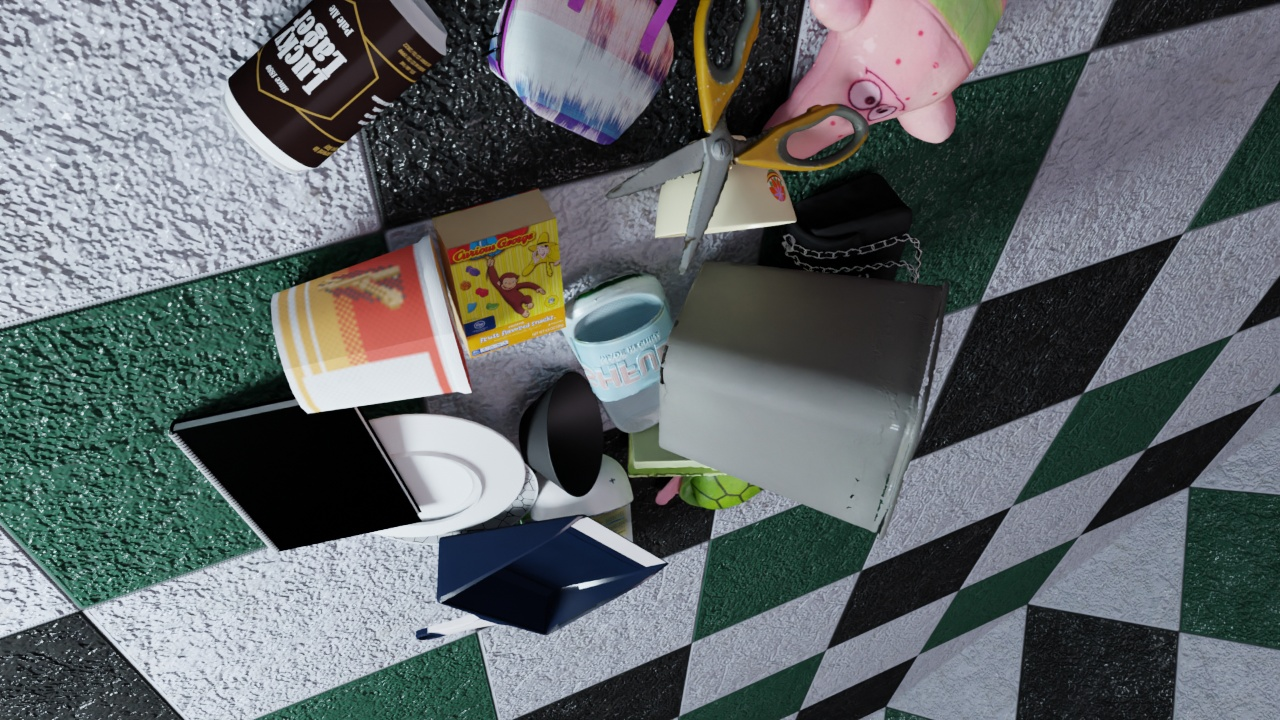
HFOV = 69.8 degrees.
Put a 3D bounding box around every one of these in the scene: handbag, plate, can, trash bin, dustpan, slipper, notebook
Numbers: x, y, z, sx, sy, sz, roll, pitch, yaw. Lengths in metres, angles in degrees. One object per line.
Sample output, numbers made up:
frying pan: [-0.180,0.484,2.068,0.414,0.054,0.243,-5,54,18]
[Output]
handbag: [-0.019,-0.241,0.615,0.144,0.068,0.170,13,119,-45]
plate: [-0.200,0.131,0.931,0.188,0.016,0.189,-6,140,-6]
handbag: [0.199,-0.085,0.902,0.125,0.114,0.154,-15,144,-14]
can: [-0.184,-0.178,0.558,0.129,0.072,0.072,-37,143,10]
trash bin: [0.144,0.021,0.849,0.220,0.196,0.198,14,139,14]
dustpan: [-0.134,0.261,1.035,0.274,0.080,0.236,-12,152,20]
plate: [-0.216,0.121,0.888,0.208,0.015,0.209,-6,140,-6]
slipper: [-0.005,0.005,0.899,0.104,0.074,0.246,-26,145,-8]
notebook: [-0.299,0.104,0.823,0.149,0.016,0.207,-12,140,-1]

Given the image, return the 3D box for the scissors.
scissors: [0.079,-0.170,0.685,0.224,0.016,0.225,9,100,-23]

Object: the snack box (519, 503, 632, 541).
snack box: [-0.076,0.207,1.126,0.131,0.027,0.168,-19,143,-13]

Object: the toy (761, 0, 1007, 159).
toy: [0.189,-0.240,0.731,0.237,0.096,0.192,-40,132,24]

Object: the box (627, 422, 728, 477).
box: [0.078,0.107,1.025,0.188,0.091,0.083,0,133,-3]

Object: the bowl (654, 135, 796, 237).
bowl: [0.067,-0.145,0.761,0.117,0.118,0.074,-9,97,-27]

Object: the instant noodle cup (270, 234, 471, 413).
instant noodle cup: [-0.204,-0.020,0.700,0.121,0.123,0.124,-15,142,-9]

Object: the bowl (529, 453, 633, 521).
bowl: [-0.069,0.132,0.994,0.113,0.063,0.113,-10,-178,0]

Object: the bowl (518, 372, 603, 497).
bowl: [-0.087,0.076,0.921,0.053,0.123,0.124,-5,151,22]

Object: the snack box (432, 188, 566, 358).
snack box: [-0.114,-0.070,0.761,0.088,0.040,0.126,-19,142,-15]

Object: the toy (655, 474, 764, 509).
toy: [0.128,0.123,1.120,0.238,0.087,0.190,-25,150,2]
